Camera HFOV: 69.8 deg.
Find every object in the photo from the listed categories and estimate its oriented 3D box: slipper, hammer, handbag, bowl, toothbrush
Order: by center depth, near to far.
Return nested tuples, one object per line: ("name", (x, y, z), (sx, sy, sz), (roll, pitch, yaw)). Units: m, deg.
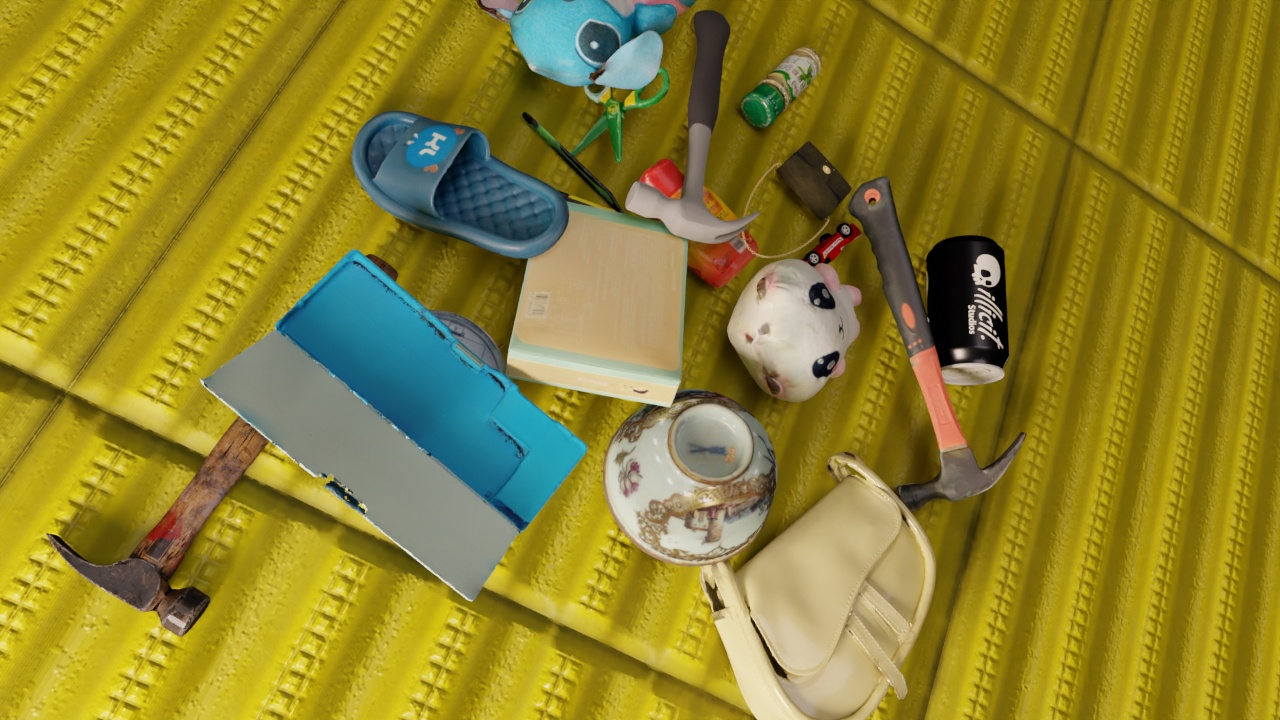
("hammer", (-0.307, 0.041, 0.729), (0.120, 0.033, 0.329), (34, 66, -8))
("bowl", (0.052, 0.088, 0.797), (0.160, 0.094, 0.159), (5, 62, -9))
("slipper", (-0.161, -0.157, 0.798), (0.214, 0.059, 0.103), (30, 66, 13))
("handbag", (0.173, 0.213, 0.835), (0.232, 0.089, 0.191), (-35, 87, -25))
("toothbrush", (-0.046, -0.176, 0.897), (0.188, 0.014, 0.017), (45, 52, -5))
("hammer", (0.065, -0.243, 0.916), (0.125, 0.030, 0.310), (20, 56, -17))
("hammer", (0.279, -0.024, 0.923), (0.133, 0.033, 0.333), (-19, 84, 15))
("handbag", (0.154, -0.159, 0.938), (0.084, 0.028, 0.177), (47, 51, -3))

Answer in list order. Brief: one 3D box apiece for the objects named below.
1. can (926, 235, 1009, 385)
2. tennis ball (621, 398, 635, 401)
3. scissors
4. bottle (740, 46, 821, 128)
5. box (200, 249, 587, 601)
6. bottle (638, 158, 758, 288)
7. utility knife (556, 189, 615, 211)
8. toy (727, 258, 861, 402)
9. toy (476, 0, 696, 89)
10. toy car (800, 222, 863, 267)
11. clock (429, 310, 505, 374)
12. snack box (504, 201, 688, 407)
("can", (0.347, -0.053, 0.977), (0.080, 0.080, 0.145), (10, 72, -18))
("tennis ball", (-0.005, 0.005, 0.834), (0.065, 0.065, 0.065), (6, 74, -20))
("scissors", (-0.030, -0.250, 0.905), (0.127, 0.011, 0.123), (-44, 61, -1))
("bottle", (0.154, -0.297, 0.993), (0.042, 0.043, 0.109), (45, 64, -4))
("box", (-0.179, 0.050, 0.695), (0.243, 0.060, 0.175), (41, 50, -6))
("bottle", (0.052, -0.138, 0.904), (0.134, 0.049, 0.071), (47, 63, -3))
("utility knife", (-0.100, -0.155, 0.868), (0.174, 0.020, 0.028), (17, 68, -15))
("toy", (0.162, -0.033, 0.896), (0.179, 0.102, 0.139), (-15, 103, -41))
("toy", (-0.050, -0.346, 0.899), (0.224, 0.099, 0.191), (32, 59, 22))
("toy car", (0.190, -0.112, 0.956), (0.089, 0.038, 0.025), (-41, 95, -25))
("clock", (-0.179, 0.038, 0.762), (0.116, 0.059, 0.157), (20, 69, -14))
("snack box", (-0.033, -0.057, 0.804), (0.141, 0.044, 0.193), (11, 49, -7))
